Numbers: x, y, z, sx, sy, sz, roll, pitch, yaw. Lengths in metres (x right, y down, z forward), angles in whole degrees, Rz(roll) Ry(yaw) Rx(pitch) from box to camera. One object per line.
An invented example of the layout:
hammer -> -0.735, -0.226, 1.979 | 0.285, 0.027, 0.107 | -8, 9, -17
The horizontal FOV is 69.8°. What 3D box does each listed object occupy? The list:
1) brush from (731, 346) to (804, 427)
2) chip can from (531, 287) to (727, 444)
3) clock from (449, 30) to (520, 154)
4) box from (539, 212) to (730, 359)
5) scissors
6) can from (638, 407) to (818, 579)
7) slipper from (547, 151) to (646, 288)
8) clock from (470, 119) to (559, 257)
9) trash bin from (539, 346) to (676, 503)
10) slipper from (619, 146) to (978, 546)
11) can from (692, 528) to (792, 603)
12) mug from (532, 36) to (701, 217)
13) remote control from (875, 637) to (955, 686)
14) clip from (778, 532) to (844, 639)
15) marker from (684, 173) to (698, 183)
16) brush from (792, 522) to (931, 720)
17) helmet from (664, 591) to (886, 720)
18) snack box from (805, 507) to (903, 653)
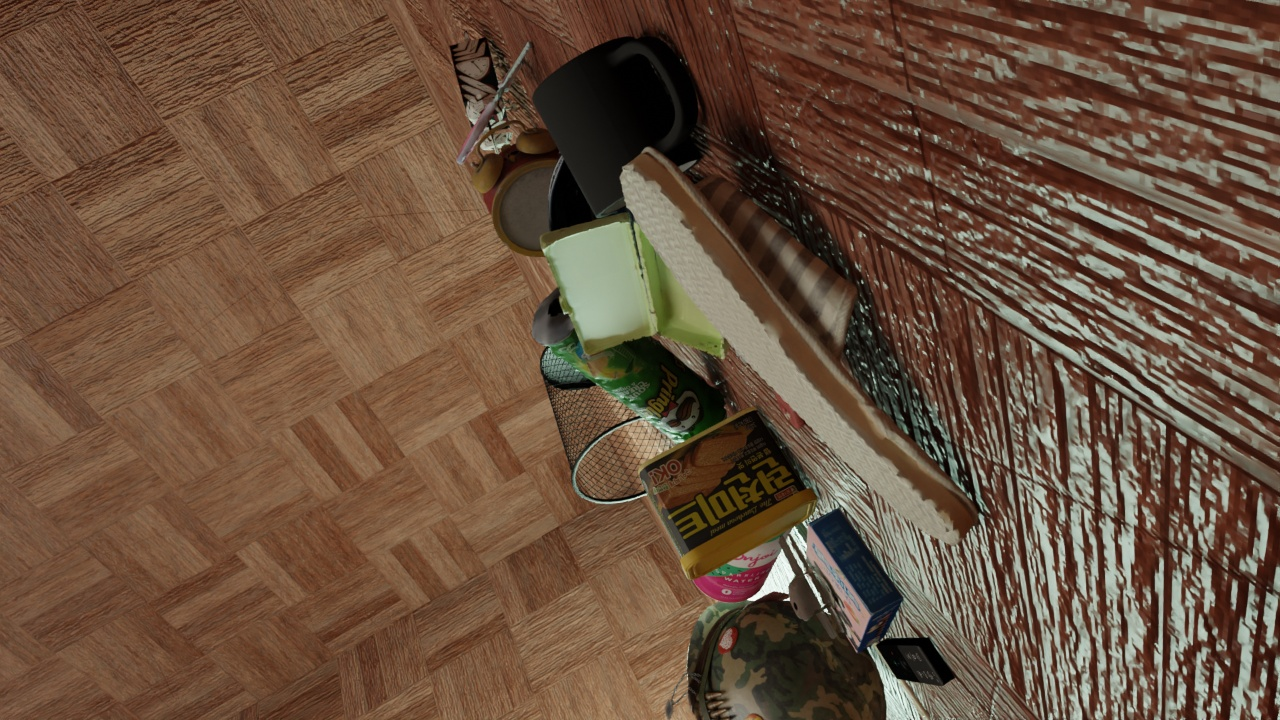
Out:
brush -> 0.085, -0.007, 0.662 | 0.041, 0.030, 0.172 | 53, 170, 50
chip can -> -0.006, 0.006, 0.884 | 0.223, 0.075, 0.075 | 38, -171, -39
clock -> -0.187, -0.325, 1.145 | 0.115, 0.065, 0.154 | 88, 166, -75
box -> 0.005, -0.056, 0.714 | 0.188, 0.140, 0.048 | 71, -162, -65
scissors -> -0.149, -0.286, 0.977 | 0.014, 0.167, 0.171 | 30, 137, -14
can -> 0.076, 0.118, 0.824 | 0.101, 0.130, 0.072 | 60, 174, 24
slipper -> -0.038, -0.130, 0.791 | 0.105, 0.095, 0.253 | 56, 169, 17
clock -> -0.125, -0.198, 1.024 | 0.159, 0.117, 0.081 | 57, -179, -42
trash bin -> -0.044, 0.062, 1.303 | 0.184, 0.184, 0.210 | 69, 175, -52
slipper -> 0.089, -0.012, 0.507 | 0.272, 0.054, 0.114 | 50, 169, 4
can -> 0.101, 0.178, 0.934 | 0.088, 0.088, 0.166 | 57, 157, 29
mug -> -0.007, -0.154, 0.578 | 0.114, 0.078, 0.088 | -23, 97, 56
remote control -> 0.225, 0.250, 0.762 | 0.034, 0.013, 0.150 | 58, 173, 16
clip -> 0.145, 0.202, 0.794 | 0.101, 0.041, 0.054 | 61, -173, 4
marker -> 0.041, -0.107, 0.605 | 0.145, 0.021, 0.023 | -135, 46, -65
brush -> 0.210, 0.248, 0.879 | 0.217, 0.012, 0.033 | 57, 173, 17
helmet -> 0.146, 0.356, 0.982 | 0.224, 0.192, 0.237 | 42, 139, 27
snack box -> 0.177, 0.190, 0.781 | 0.088, 0.033, 0.154 | 57, 172, 27
